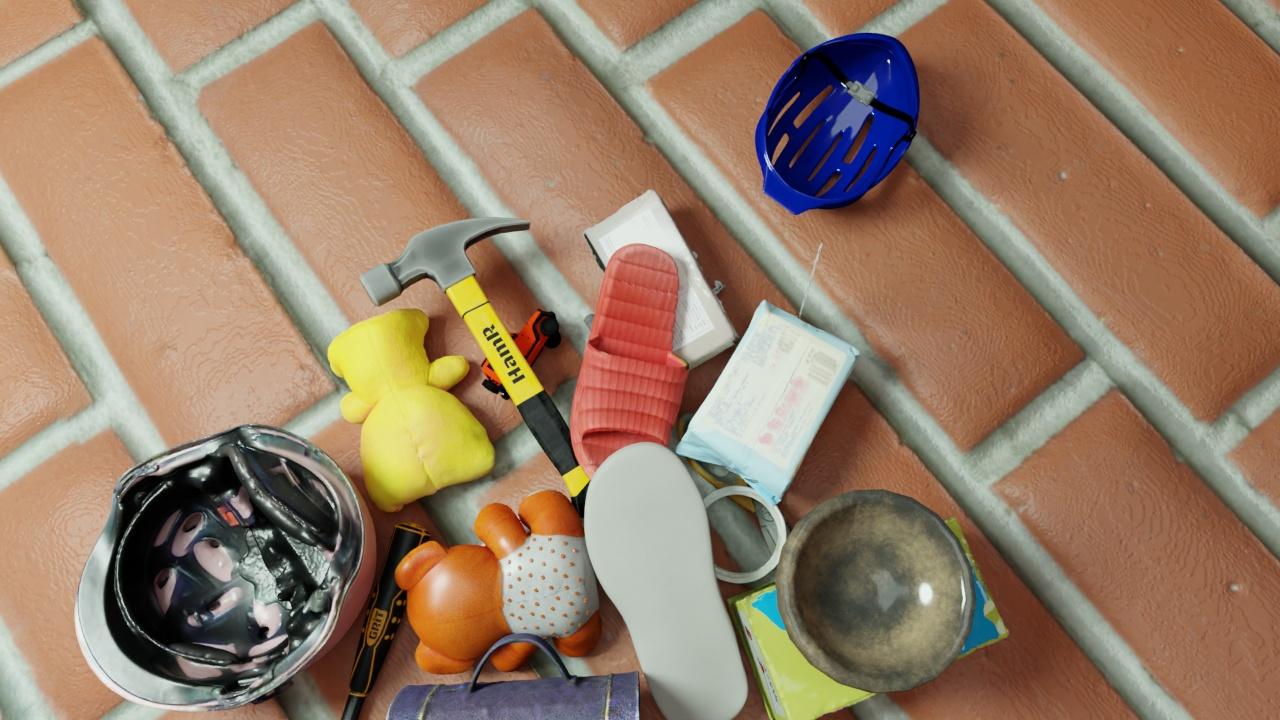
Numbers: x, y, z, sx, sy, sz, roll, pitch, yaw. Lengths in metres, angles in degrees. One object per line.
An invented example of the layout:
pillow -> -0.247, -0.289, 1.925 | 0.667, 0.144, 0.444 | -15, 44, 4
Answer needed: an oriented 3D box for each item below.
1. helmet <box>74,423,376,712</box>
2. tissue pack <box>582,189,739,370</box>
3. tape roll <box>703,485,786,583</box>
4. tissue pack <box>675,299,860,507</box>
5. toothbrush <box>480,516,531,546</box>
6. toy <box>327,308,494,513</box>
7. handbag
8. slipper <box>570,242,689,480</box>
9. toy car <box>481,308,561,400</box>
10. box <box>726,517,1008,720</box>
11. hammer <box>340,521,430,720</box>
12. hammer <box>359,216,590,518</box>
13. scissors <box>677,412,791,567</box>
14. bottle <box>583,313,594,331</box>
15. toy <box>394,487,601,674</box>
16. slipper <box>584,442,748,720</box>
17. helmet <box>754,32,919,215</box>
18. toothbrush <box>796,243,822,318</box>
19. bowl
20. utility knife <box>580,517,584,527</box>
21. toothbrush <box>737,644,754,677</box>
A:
helmet -> -0.358, 0.186, 0.825 | 0.255, 0.153, 0.230 | -43, 80, -9
tissue pack -> 0.027, -0.077, 0.950 | 0.104, 0.071, 0.181 | -31, 74, 7
tape roll -> 0.094, 0.167, 0.886 | 0.093, 0.013, 0.093 | -1, 86, 10
tissue pack -> 0.124, 0.040, 0.889 | 0.112, 0.070, 0.181 | 30, 77, 7
toothbrush -> -0.151, 0.185, 0.895 | 0.135, 0.016, 0.021 | -33, 77, -11
toy -> -0.228, 0.039, 0.902 | 0.134, 0.087, 0.193 | -22, 74, -10
handbag -> -0.099, 0.346, 0.776 | 0.205, 0.125, 0.222 | -4, 85, 0
slipper -> -0.005, 0.005, 0.867 | 0.103, 0.059, 0.248 | 9, 82, -17
toy car -> -0.121, -0.009, 0.931 | 0.049, 0.051, 0.100 | 30, 76, 6
box -> 0.205, 0.236, 0.839 | 0.220, 0.082, 0.124 | -20, 77, -11
hammer -> -0.265, 0.307, 0.852 | 0.123, 0.036, 0.320 | 14, 77, 5
hammer -> -0.118, 0.008, 0.886 | 0.169, 0.034, 0.324 | -31, 87, -14
scissors -> 0.130, 0.132, 0.907 | 0.134, 0.016, 0.228 | -30, 77, -9
bottle -> -0.029, 0.003, 0.938 | 0.030, 0.030, 0.113 | -25, 75, -7
toy -> -0.128, 0.211, 0.838 | 0.172, 0.093, 0.164 | -12, 99, -11
slipper -> 0.025, 0.203, 0.846 | 0.113, 0.080, 0.266 | -20, 92, 2
helmet -> 0.210, -0.254, 0.909 | 0.148, 0.228, 0.241 | 36, 78, 0
toothbrush -> 0.154, -0.065, 0.878 | 0.010, 0.182, 0.010 | 12, 68, 7
bowl -> 0.190, 0.192, 0.771 | 0.162, 0.070, 0.162 | 1, 74, -4
utility knife -> -0.098, 0.181, 0.893 | 0.218, 0.019, 0.030 | -33, 81, -4
toothbrush -> 0.100, 0.283, 0.864 | 0.015, 0.016, 0.184 | -41, 78, -11
